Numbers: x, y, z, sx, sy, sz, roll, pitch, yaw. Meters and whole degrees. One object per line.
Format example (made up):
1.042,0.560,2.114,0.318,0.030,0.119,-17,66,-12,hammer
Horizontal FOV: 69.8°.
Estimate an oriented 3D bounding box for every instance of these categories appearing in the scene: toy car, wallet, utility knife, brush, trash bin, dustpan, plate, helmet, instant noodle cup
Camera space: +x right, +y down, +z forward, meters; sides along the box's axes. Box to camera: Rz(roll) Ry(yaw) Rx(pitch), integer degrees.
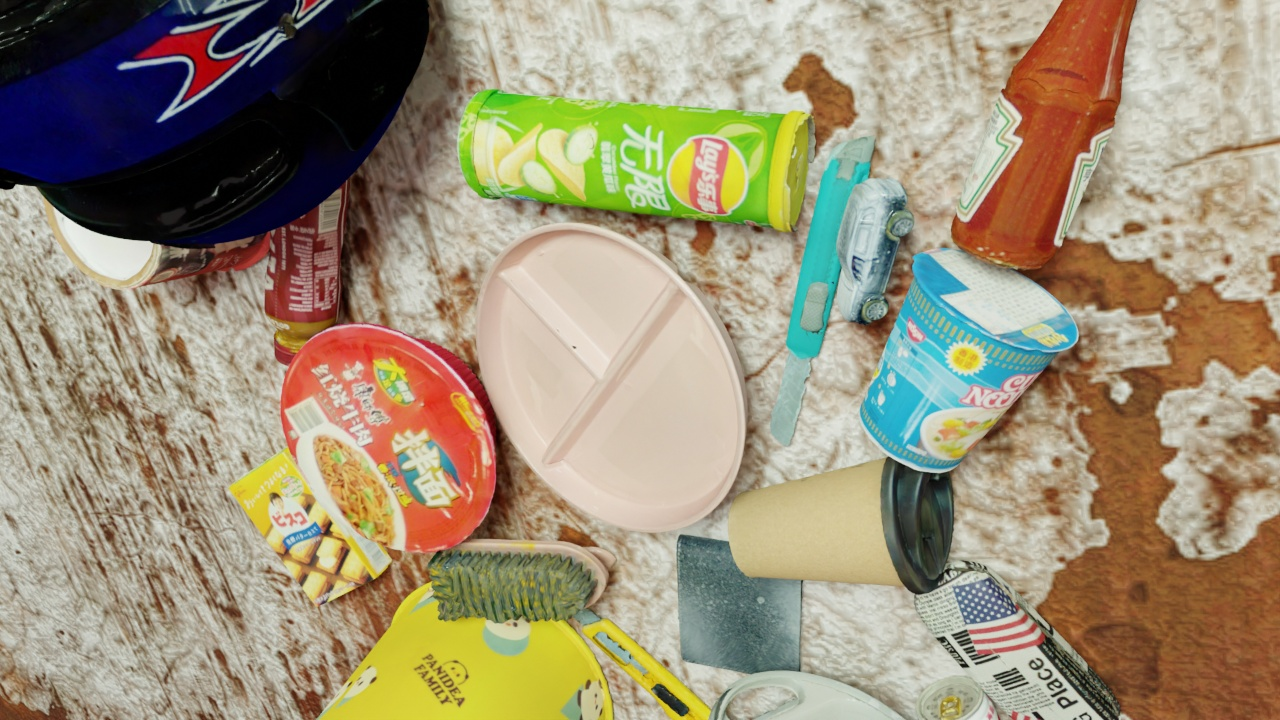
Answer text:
0.137,-0.065,0.555,0.034,0.043,0.091,4,117,-9,toy car
0.076,0.192,0.707,0.097,0.019,0.121,6,115,19,wallet
0.006,0.264,0.765,0.171,0.015,0.033,41,117,1,utility knife
-0.094,0.171,0.734,0.146,0.072,0.063,-4,104,18,brush
-0.174,0.341,0.732,0.230,0.254,0.230,8,114,19,trash bin
0.175,0.346,0.695,0.257,0.142,0.223,25,135,-19,dustpan
-0.023,0.014,0.636,0.230,0.028,0.230,18,122,31,plate
-0.264,-0.184,0.525,0.247,0.314,0.241,19,151,13,helmet
-0.367,-0.119,0.701,0.138,0.108,0.138,8,114,18,instant noodle cup
0.114,-0.039,0.597,0.029,0.013,0.218,16,116,14,utility knife
0.185,0.005,0.548,0.099,0.099,0.110,26,126,10,instant noodle cup
-0.187,0.053,0.726,0.194,0.065,0.194,8,114,18,instant noodle cup

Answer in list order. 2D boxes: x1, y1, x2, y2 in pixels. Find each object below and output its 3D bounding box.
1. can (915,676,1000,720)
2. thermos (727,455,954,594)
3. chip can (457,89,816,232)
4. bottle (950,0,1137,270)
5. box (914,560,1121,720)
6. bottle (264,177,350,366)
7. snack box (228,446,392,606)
0.248,0.296,0.660,0.053,0.053,0.133,-23,101,28,can
0.135,0.110,0.613,0.144,0.092,0.093,-12,107,34,thermos
-0.007,-0.127,0.575,0.221,0.072,0.073,10,114,18,chip can
0.226,-0.150,0.482,0.060,0.059,0.206,20,117,13,bottle
0.258,0.202,0.629,0.068,0.051,0.164,-42,94,20,box
-0.257,-0.078,0.703,0.057,0.057,0.175,20,117,13,bottle
-0.298,0.148,0.829,0.087,0.033,0.140,-29,97,28,snack box
